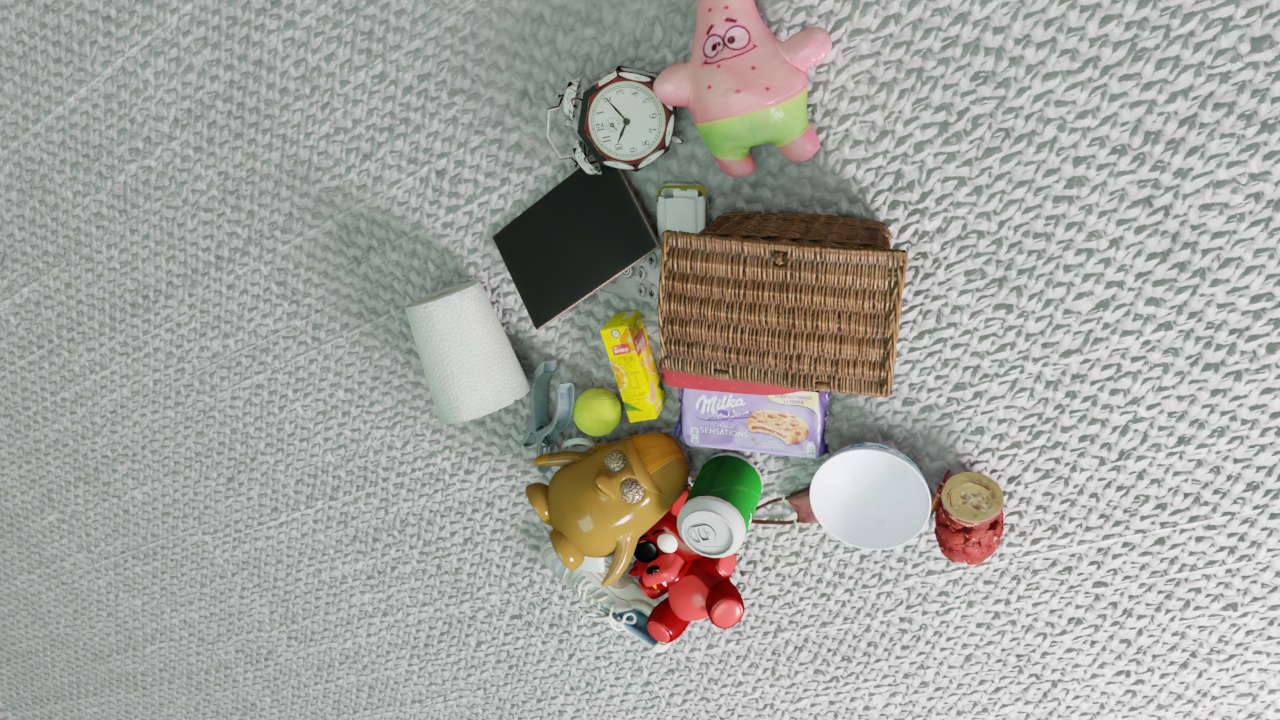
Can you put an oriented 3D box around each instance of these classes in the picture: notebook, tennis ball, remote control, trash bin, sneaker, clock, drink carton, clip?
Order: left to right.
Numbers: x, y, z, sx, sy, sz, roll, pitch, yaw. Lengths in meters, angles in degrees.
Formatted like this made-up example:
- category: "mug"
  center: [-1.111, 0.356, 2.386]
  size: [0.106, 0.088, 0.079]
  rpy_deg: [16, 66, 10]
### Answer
- category: "trash bin"
  center: [-0.237, -0.015, 1.233]
  size: [0.133, 0.133, 0.161]
  rpy_deg: [-13, 105, 25]
- category: "clip"
  center: [-0.120, 0.092, 1.255]
  size: [0.127, 0.028, 0.167]
  rpy_deg: [51, 138, 41]
- category: "notebook"
  center: [-0.086, -0.149, 1.147]
  size: [0.210, 0.008, 0.141]
  rpy_deg: [-32, 79, 30]
- category: "remote control"
  center: [-0.080, 0.233, 1.318]
  size: [0.050, 0.024, 0.143]
  rpy_deg: [0, 93, 36]
- category: "tennis ball"
  center: [-0.058, 0.070, 1.239]
  size: [0.065, 0.065, 0.065]
  rpy_deg: [8, 117, 16]
- category: "sneaker"
  center: [-0.049, 0.346, 1.357]
  size: [0.242, 0.090, 0.090]
  rpy_deg: [31, 122, 5]
- category: "clock"
  center: [-0.033, -0.276, 1.059]
  size: [0.155, 0.065, 0.115]
  rpy_deg: [-10, 112, 8]
- category: "drink carton"
  center: [-0.007, 0.007, 1.194]
  size: [0.043, 0.058, 0.135]
  rpy_deg: [-10, 110, 22]
- category: "remote control"
  center: [0.000, -0.110, 1.130]
  size: [0.151, 0.019, 0.074]
  rpy_deg: [18, 122, 33]

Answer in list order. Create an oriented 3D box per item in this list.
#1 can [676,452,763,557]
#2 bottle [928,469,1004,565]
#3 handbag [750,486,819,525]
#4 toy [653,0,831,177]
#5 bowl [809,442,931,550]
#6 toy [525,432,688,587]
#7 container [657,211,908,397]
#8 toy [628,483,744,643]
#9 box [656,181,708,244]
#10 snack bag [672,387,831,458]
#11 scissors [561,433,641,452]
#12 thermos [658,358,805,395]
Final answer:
- category: "can"
  center: [0.105, 0.186, 1.192]
  size: [0.088, 0.139, 0.088]
  rpy_deg: [8, 117, 16]
- category: "bottle"
  center: [0.393, 0.190, 1.116]
  size: [0.099, 0.098, 0.111]
  rpy_deg: [3, 142, 19]
- category: "handbag"
  center: [0.194, 0.203, 1.237]
  size: [0.120, 0.029, 0.055]
  rpy_deg: [-17, 109, 32]
- category: "toy"
  center: [0.107, -0.316, 0.977]
  size: [0.192, 0.096, 0.237]
  rpy_deg: [-13, 102, 17]
- category: "bowl"
  center: [0.289, 0.156, 1.147]
  size: [0.144, 0.074, 0.144]
  rpy_deg: [8, 117, 16]
- category: "toy"
  center: [-0.031, 0.173, 1.214]
  size: [0.203, 0.162, 0.198]
  rpy_deg: [-32, 73, 3]
- category: "container"
  center: [0.163, -0.079, 1.015]
  size: [0.250, 0.182, 0.162]
  rpy_deg: [7, 116, 16]
- category: "toy"
  center: [0.049, 0.283, 1.281]
  size: [0.159, 0.120, 0.197]
  rpy_deg: [-25, 96, 32]
- category: "box"
  center: [0.052, -0.114, 1.129]
  size: [0.064, 0.033, 0.210]
  rpy_deg: [5, 117, 16]
- category: "snack bag"
  center: [0.140, 0.065, 1.169]
  size: [0.206, 0.058, 0.096]
  rpy_deg: [5, 114, 21]
- category: "scissors"
  center: [-0.051, 0.117, 1.269]
  size: [0.133, 0.012, 0.097]
  rpy_deg: [-26, 138, 29]
- category: "thermos"
  center: [0.144, 0.006, 1.097]
  size: [0.240, 0.073, 0.073]
  rpy_deg: [5, 116, 18]
